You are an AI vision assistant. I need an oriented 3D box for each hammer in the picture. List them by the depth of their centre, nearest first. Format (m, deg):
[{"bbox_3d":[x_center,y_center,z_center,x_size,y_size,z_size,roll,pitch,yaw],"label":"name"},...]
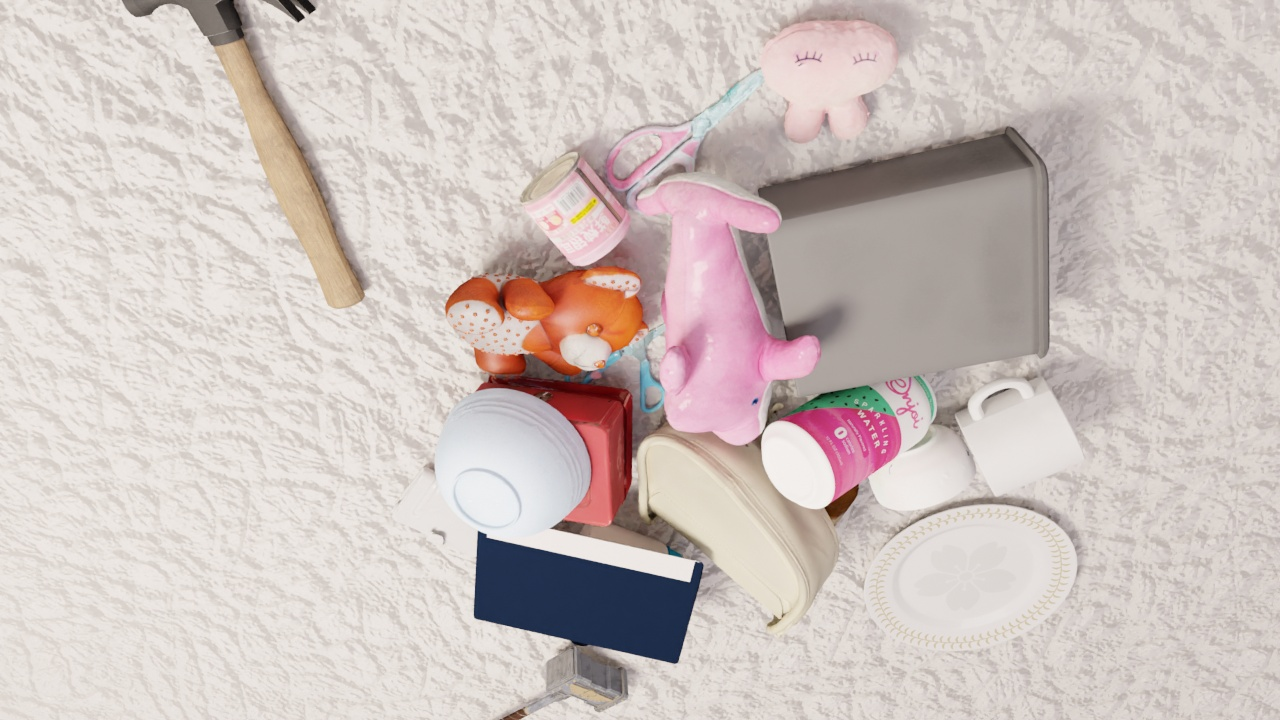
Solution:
[{"bbox_3d":[-0.304,-0.179,0.782,0.132,0.040,0.306,-8,124,10],"label":"hammer"},{"bbox_3d":[-0.166,0.469,1.205,0.323,0.044,0.098,-35,129,26],"label":"hammer"}]

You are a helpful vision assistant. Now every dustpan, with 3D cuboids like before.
[{"bbox_3d":[-0.063,0.265,1.039,0.236,0.080,0.274,12,126,3],"label":"dustpan"}]

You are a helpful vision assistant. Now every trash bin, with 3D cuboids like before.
[{"bbox_3d":[0.230,-0.079,0.806,0.220,0.097,0.192,-11,123,9],"label":"trash bin"}]

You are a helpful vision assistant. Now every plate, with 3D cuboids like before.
[{"bbox_3d":[0.383,0.255,1.074,0.242,0.016,0.243,0,124,0],"label":"plate"}]

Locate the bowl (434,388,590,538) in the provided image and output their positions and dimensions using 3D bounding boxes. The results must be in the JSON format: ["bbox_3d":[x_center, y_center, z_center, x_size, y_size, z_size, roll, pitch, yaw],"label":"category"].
[{"bbox_3d":[-0.128,0.108,0.845,0.151,0.074,0.151,9,121,15],"label":"bowl"}]

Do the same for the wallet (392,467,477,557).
[{"bbox_3d":[-0.209,0.170,1.015,0.116,0.032,0.086,27,118,-17],"label":"wallet"}]

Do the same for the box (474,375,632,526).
[{"bbox_3d":[-0.088,0.087,0.917,0.158,0.086,0.129,7,122,14],"label":"box"}]

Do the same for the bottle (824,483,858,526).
[{"bbox_3d":[0.190,0.138,0.968,0.068,0.067,0.157,19,122,-12],"label":"bottle"}]

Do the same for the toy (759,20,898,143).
[{"bbox_3d":[0.151,-0.224,0.740,0.108,0.053,0.105,-6,138,3],"label":"toy"}]

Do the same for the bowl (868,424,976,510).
[{"bbox_3d":[0.277,0.100,0.923,0.105,0.104,0.054,-23,104,15],"label":"bowl"}]

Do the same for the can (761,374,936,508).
[{"bbox_3d":[0.197,0.067,0.864,0.165,0.088,0.088,-27,129,-29],"label":"can"}]

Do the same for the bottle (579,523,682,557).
[{"bbox_3d":[0.001,0.223,1.036,0.146,0.051,0.051,22,121,-14],"label":"bottle"}]

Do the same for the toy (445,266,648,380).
[{"bbox_3d":[-0.081,-0.032,0.835,0.172,0.092,0.164,-5,155,4],"label":"toy"}]

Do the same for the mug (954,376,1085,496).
[{"bbox_3d":[0.367,0.065,0.903,0.090,0.090,0.121,-27,120,17],"label":"mug"}]

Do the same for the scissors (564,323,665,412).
[{"bbox_3d":[-0.004,0.006,0.915,0.136,0.015,0.126,-33,117,23],"label":"scissors"}]

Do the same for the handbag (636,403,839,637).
[{"bbox_3d":[0.107,0.151,0.942,0.229,0.131,0.185,41,139,14],"label":"handbag"}]

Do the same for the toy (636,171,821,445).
[{"bbox_3d":[0.054,-0.024,0.781,0.187,0.127,0.266,19,130,42],"label":"toy"}]

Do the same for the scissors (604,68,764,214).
[{"bbox_3d":[0.048,-0.193,0.783,0.174,0.017,0.076,-37,112,18],"label":"scissors"}]

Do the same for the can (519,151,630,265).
[{"bbox_3d":[-0.056,-0.129,0.791,0.067,0.067,0.076,-32,118,19],"label":"can"}]
